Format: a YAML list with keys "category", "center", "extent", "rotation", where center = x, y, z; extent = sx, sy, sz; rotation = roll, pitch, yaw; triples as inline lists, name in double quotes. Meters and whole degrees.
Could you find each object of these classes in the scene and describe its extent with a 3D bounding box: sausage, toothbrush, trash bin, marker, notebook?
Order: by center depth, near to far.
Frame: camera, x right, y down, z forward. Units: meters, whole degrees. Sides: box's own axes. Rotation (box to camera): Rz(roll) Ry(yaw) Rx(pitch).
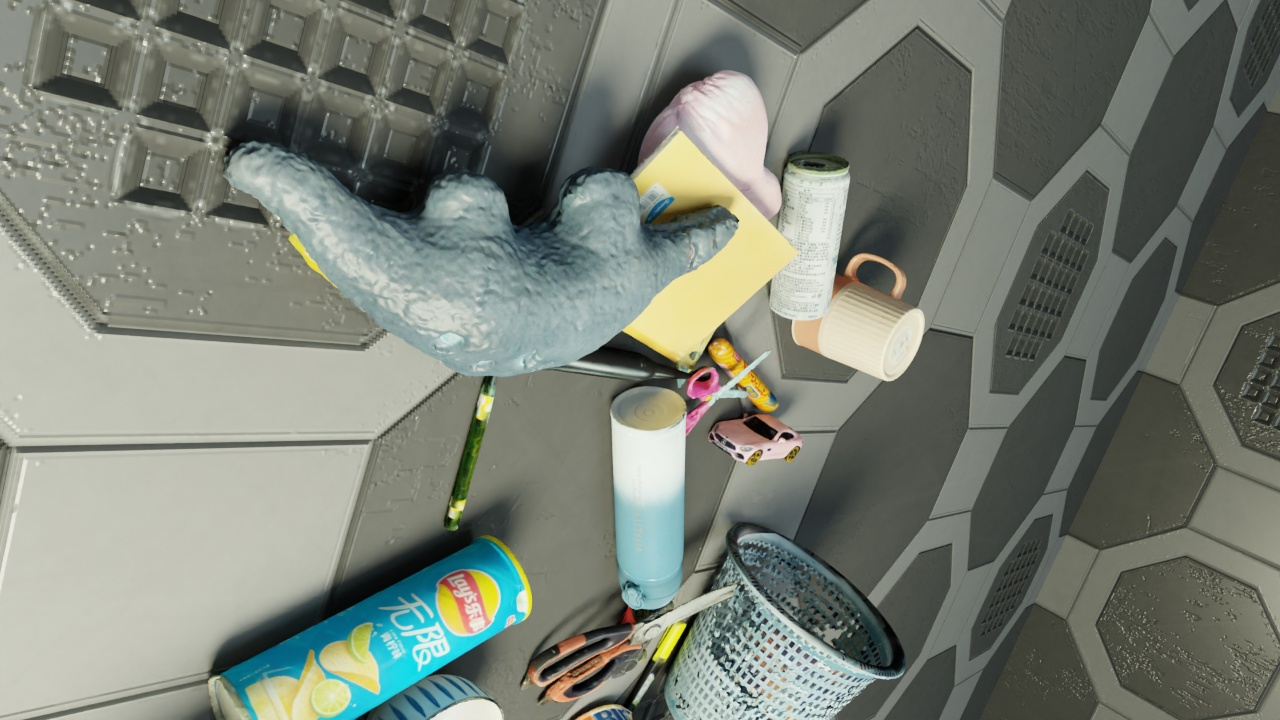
- category: "toothbrush"
  center: [-0.112, 0.038, 0.660]
  extent: [0.017, 0.012, 0.186]
  rotation: [-7, 118, -60]
- category: "notebook"
  center: [0.029, -0.077, 0.710]
  extent: [0.146, 0.010, 0.206]
  rotation: [-43, 145, 13]
- category: "toothbrush"
  center: [-0.004, 0.004, 0.748]
  extent: [0.027, 0.026, 0.212]
  rotation: [-42, 150, 28]
- category: "sausage"
  center: [0.102, 0.017, 0.892]
  extent: [0.021, 0.021, 0.165]
  rotation: [-57, 144, -7]
- category: "trash bin"
  center: [0.135, 0.323, 0.992]
  extent: [0.226, 0.226, 0.195]
  rotation: [16, 112, -53]
- category: "marker"
  center: [0.012, 0.335, 0.998]
  extent: [0.018, 0.015, 0.124]
  rotation: [28, 93, -54]

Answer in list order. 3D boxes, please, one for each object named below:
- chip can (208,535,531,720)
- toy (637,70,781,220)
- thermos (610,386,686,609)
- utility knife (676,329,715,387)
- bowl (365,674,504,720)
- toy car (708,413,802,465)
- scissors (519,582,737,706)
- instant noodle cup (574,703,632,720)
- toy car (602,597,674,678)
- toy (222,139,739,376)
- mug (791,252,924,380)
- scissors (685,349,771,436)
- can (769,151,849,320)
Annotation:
- category: "chip can"
  center: [-0.178, 0.197, 0.632]
  extent: [0.209, 0.071, 0.071]
  rotation: [-23, 129, -40]
- category: "toy"
  center: [0.058, -0.146, 0.708]
  extent: [0.121, 0.054, 0.159]
  rotation: [-45, 140, -8]
- category: "thermos"
  center: [0.008, 0.130, 0.816]
  extent: [0.070, 0.070, 0.221]
  rotation: [-29, 132, -36]
- category: "utility knife"
  center: [0.071, -0.049, 0.824]
  extent: [0.162, 0.018, 0.031]
  rotation: [-56, 139, 0]
- category: "bowl"
  center: [-0.170, 0.290, 0.706]
  extent: [0.116, 0.066, 0.117]
  rotation: [-28, 132, -36]
- category: "toy car"
  center: [0.120, 0.077, 0.924]
  extent: [0.122, 0.056, 0.037]
  rotation: [1, 115, -50]
- category: "scissors"
  center: [-0.005, 0.270, 0.877]
  extent: [0.206, 0.015, 0.194]
  rotation: [14, 116, -39]
- category: "instant noodle cup"
  center: [-0.030, 0.445, 0.926]
  extent: [0.151, 0.111, 0.152]
  rotation: [-25, 131, -34]
- category: "toy car"
  center: [-0.006, 0.272, 0.919]
  extent: [0.049, 0.031, 0.106]
  rotation: [9, 111, -50]
- category: "toy"
  center: [-0.073, -0.058, 0.574]
  extent: [0.355, 0.091, 0.138]
  rotation: [-4, 110, -38]
- category: "mug"
  center: [0.227, -0.049, 0.928]
  extent: [0.081, 0.106, 0.114]
  rotation: [12, 103, -53]
- category: "scissors"
  center: [0.065, 0.034, 0.838]
  extent: [0.136, 0.017, 0.133]
  rotation: [-49, 155, 18]
- category: "can"
  center: [0.154, -0.112, 0.841]
  extent: [0.058, 0.058, 0.147]
  rotation: [-26, 130, -38]
